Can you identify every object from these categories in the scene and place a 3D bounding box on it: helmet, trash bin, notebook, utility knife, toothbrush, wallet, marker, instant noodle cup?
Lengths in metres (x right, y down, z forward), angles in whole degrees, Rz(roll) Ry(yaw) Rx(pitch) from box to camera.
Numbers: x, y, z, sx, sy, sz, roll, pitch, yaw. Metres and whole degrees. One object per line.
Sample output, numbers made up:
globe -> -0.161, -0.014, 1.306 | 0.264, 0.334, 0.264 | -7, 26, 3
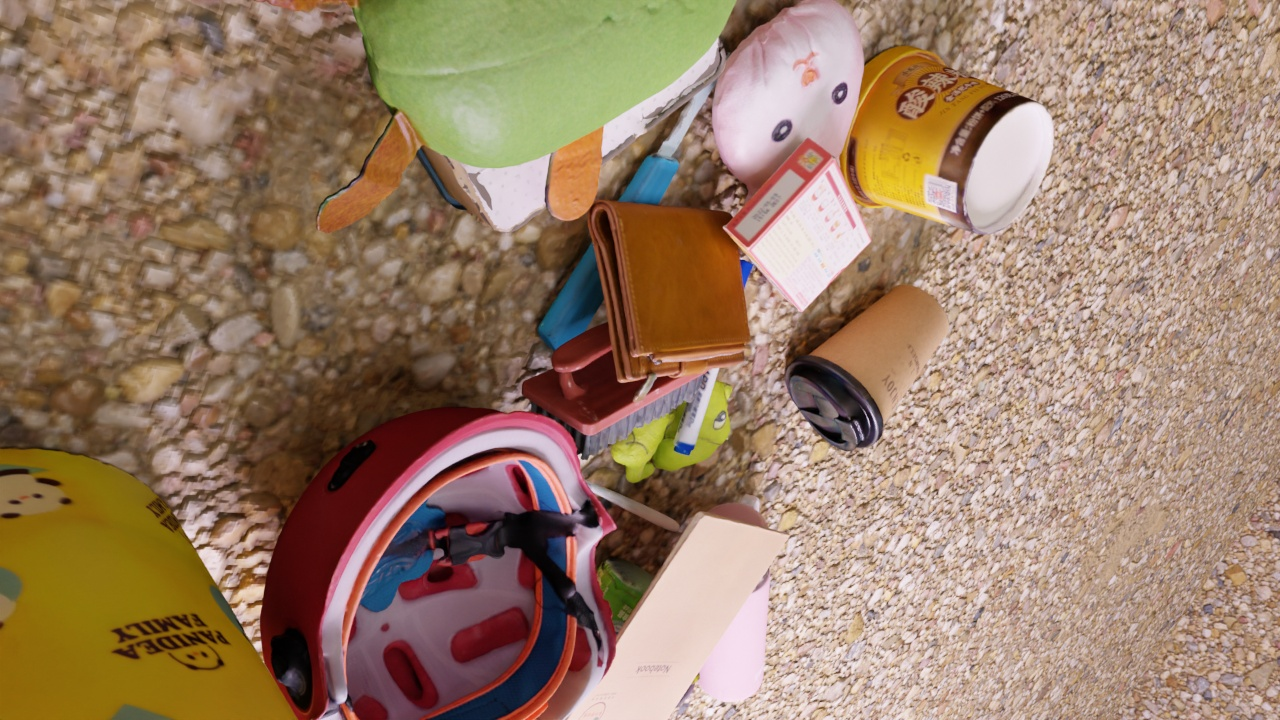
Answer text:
helmet -> -0.126, 0.125, 0.526 | 0.206, 0.144, 0.240 | -28, 124, -44
trash bin -> -0.250, 0.176, 0.371 | 0.229, 0.255, 0.230 | -21, 128, -29
notebook -> 0.027, 0.210, 0.705 | 0.147, 0.008, 0.208 | 25, 100, -52
utility knife -> -0.002, -0.098, 0.574 | 0.218, 0.018, 0.034 | -58, 149, 6
toothbrush -> -0.023, 0.106, 0.693 | 0.016, 0.016, 0.180 | -49, 137, 8
wallet -> 0.025, -0.038, 0.570 | 0.130, 0.035, 0.119 | -7, 90, -52
marker -> 0.051, -0.003, 0.659 | 0.016, 0.017, 0.146 | 16, 93, -45
instant noodle cup -> 0.215, -0.151, 0.653 | 0.118, 0.114, 0.119 | -21, 129, -28

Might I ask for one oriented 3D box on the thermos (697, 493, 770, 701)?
thermos -> 0.084, 0.211, 0.824 | 0.087, 0.067, 0.199 | -53, 147, -50

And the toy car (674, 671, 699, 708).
toy car -> 0.016, 0.259, 0.806 | 0.070, 0.042, 0.158 | -23, 128, -28

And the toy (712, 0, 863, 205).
toy -> 0.099, -0.153, 0.603 | 0.121, 0.054, 0.160 | -36, 142, -16

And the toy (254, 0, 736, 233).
toy -> -0.041, -0.149, 0.379 | 0.246, 0.090, 0.227 | -31, 144, -26

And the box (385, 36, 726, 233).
box -> -0.044, -0.145, 0.480 | 0.184, 0.061, 0.090 | -37, 134, -13

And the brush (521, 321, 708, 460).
brush -> -0.004, 0.003, 0.598 | 0.145, 0.063, 0.069 | -25, 132, -42

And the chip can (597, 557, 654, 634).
chip can -> -0.058, 0.258, 0.722 | 0.221, 0.072, 0.072 | -55, 137, 2

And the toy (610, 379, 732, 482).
toy -> 0.026, 0.053, 0.688 | 0.100, 0.031, 0.097 | 20, 103, -41

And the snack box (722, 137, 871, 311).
snack box -> 0.113, -0.087, 0.632 | 0.077, 0.027, 0.155 | -46, 156, 7

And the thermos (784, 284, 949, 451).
thermos -> 0.189, 0.004, 0.756 | 0.143, 0.093, 0.093 | -41, 136, -21
